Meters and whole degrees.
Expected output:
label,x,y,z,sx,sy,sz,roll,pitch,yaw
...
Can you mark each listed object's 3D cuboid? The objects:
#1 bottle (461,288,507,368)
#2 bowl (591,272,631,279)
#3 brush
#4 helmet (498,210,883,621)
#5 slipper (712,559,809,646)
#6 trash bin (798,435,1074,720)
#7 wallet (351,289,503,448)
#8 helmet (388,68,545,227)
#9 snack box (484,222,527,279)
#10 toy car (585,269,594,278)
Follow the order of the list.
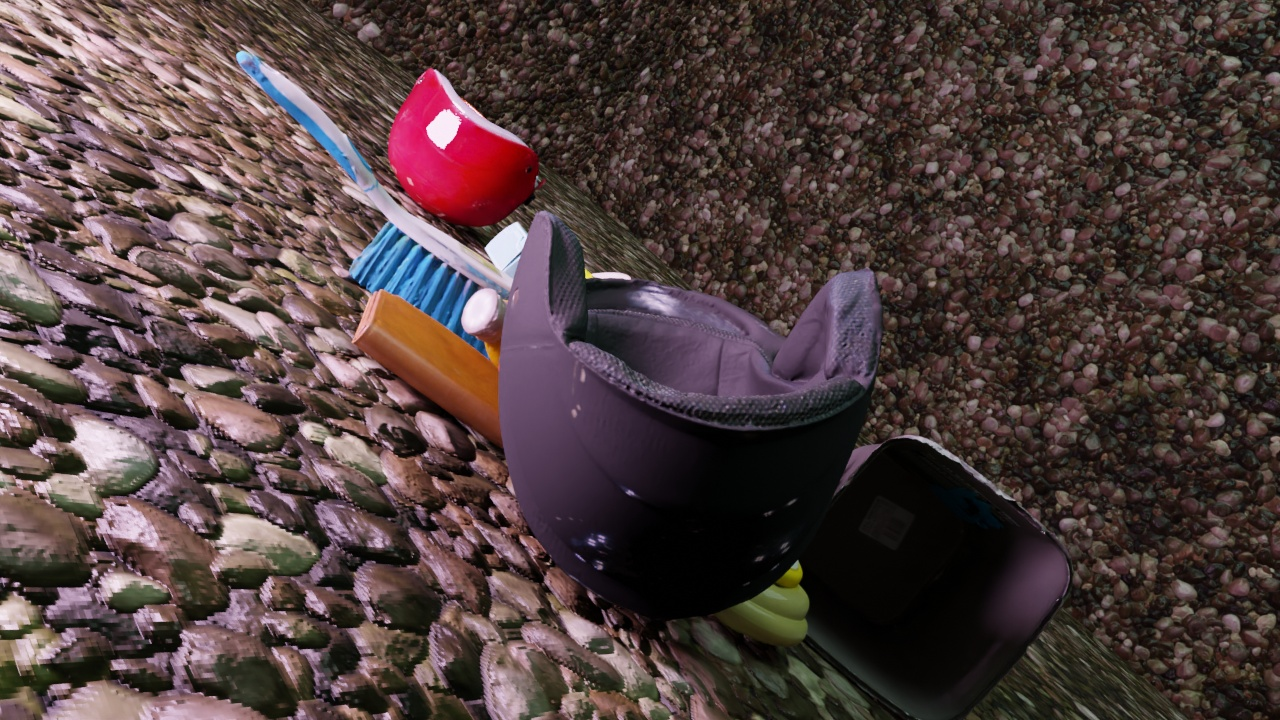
label,x,y,z,sx,sy,sz,roll,pitch,yaw
bottle,-0.063,0.000,0.734,0.189,0.068,0.068,33,11,-45
bowl,-0.063,-0.067,1.176,0.113,0.113,0.062,-117,-163,-68
brush,-0.208,-0.110,0.752,0.314,0.109,0.060,33,14,-29
helmet,0.019,0.028,0.605,0.233,0.230,0.274,11,13,-9
slipper,0.059,0.134,0.701,0.190,0.082,0.091,40,12,26
trash bin,0.239,0.180,0.849,0.199,0.199,0.219,39,4,4
wallet,-0.148,-0.001,0.685,0.130,0.035,0.119,39,7,-20
helmet,-0.244,-0.256,1.223,0.207,0.144,0.240,39,-4,-1
snack box,-0.100,-0.073,1.047,0.175,0.051,0.074,49,2,-36
toy car,-0.048,-0.079,1.082,0.105,0.032,0.048,48,-1,27
